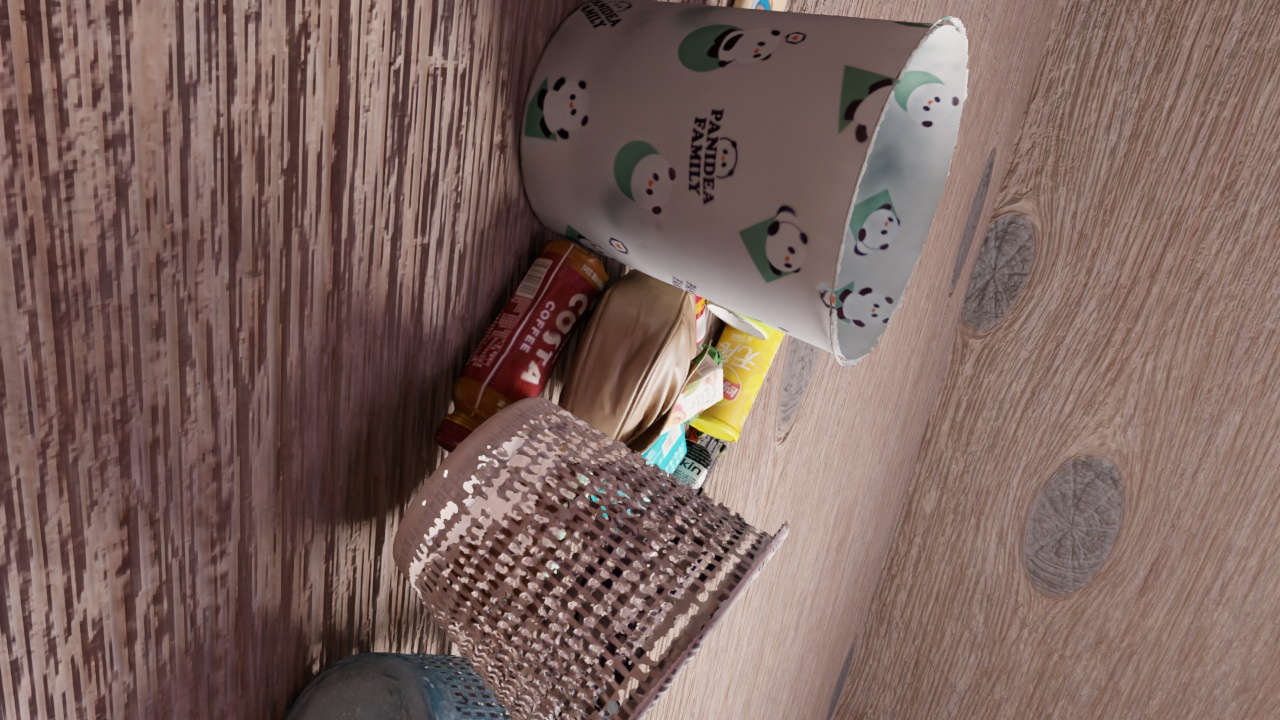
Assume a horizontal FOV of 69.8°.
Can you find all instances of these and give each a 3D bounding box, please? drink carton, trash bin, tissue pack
[{"bbox_3d":[0.018,0.038,0.886,0.122,0.045,0.054,-29,146,-15],"label":"drink carton"},{"bbox_3d":[0.068,-0.142,0.653,0.228,0.252,0.230,-44,144,-43],"label":"trash bin"},{"bbox_3d":[-0.144,0.298,0.649,0.195,0.227,0.226,42,71,-49],"label":"trash bin"},{"bbox_3d":[-0.045,0.137,0.604,0.227,0.192,0.228,-48,167,-15],"label":"trash bin"},{"bbox_3d":[-0.004,0.105,0.933,0.133,0.050,0.093,-54,153,-28],"label":"tissue pack"}]

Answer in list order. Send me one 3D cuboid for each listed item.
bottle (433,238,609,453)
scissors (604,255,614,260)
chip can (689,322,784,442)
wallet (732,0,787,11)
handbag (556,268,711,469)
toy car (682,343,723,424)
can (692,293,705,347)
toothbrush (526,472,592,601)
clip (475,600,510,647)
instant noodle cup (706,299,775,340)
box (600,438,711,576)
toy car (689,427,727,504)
[{"bbox_3d":[-0.088,-0.006,0.673,0.174,0.057,0.057,-60,153,-18],"label":"bottle"},{"bbox_3d":[0.053,-0.081,0.766,0.107,0.175,0.012,-66,163,-68],"label":"scissors"},{"bbox_3d":[0.124,-0.013,1.071,0.213,0.072,0.072,-63,154,-12],"label":"chip can"},{"bbox_3d":[0.108,-0.319,0.869,0.087,0.024,0.115,14,95,-59],"label":"wallet"},{"bbox_3d":[-0.004,0.004,0.749,0.204,0.100,0.148,-59,171,-73],"label":"handbag"},{"bbox_3d":[0.056,0.023,0.997,0.091,0.043,0.036,-65,154,-9],"label":"toy car"},{"bbox_3d":[0.034,-0.072,0.870,0.053,0.053,0.133,-49,148,-36],"label":"can"},{"bbox_3d":[-0.083,0.179,0.860,0.027,0.026,0.224,42,70,-86],"label":"toothbrush"},{"bbox_3d":[-0.133,0.232,0.818,0.055,0.014,0.039,-29,135,-55],"label":"clip"},{"bbox_3d":[0.135,-0.093,1.005,0.123,0.112,0.111,-58,154,-4],"label":"instant noodle cup"},{"bbox_3d":[0.017,0.163,0.999,0.162,0.076,0.088,-57,155,-26],"label":"box"},{"bbox_3d":[0.065,0.124,1.099,0.049,0.031,0.106,41,66,-33],"label":"toy car"}]
